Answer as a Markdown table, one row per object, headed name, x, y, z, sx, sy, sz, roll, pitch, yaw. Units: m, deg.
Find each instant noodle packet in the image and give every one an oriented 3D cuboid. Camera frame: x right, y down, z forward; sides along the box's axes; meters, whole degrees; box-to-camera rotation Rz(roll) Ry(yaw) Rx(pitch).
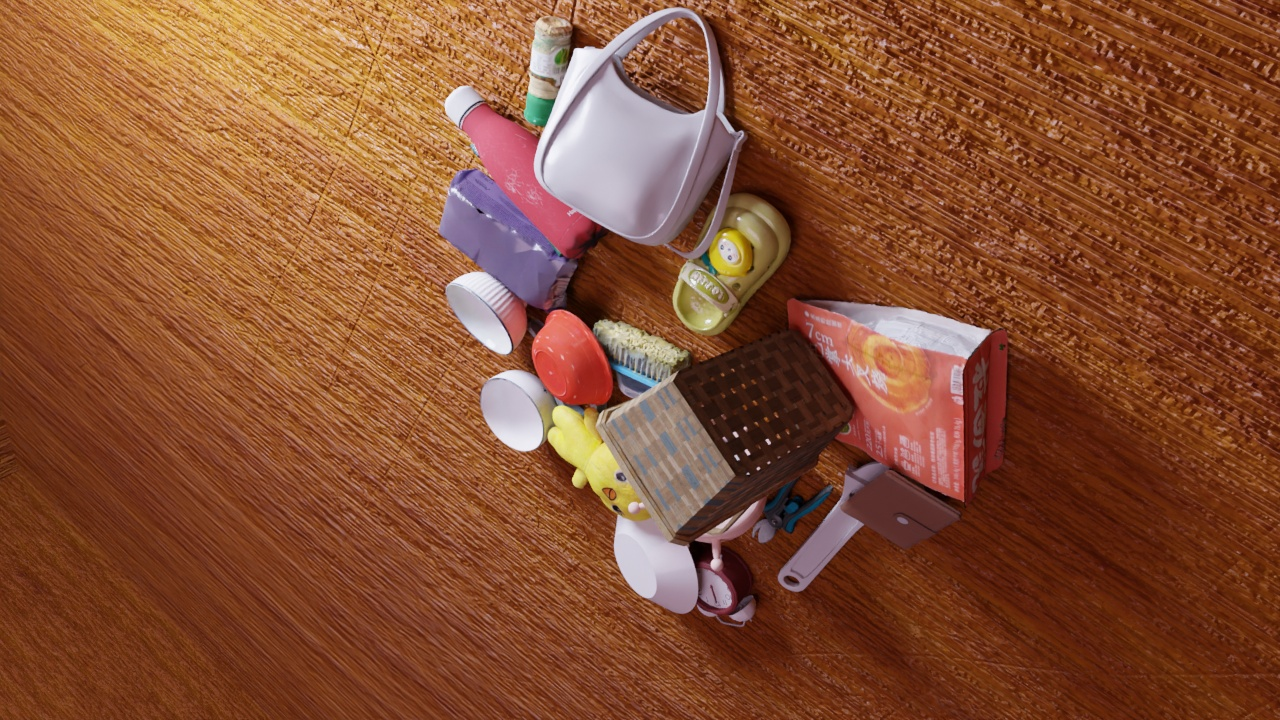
| name | x | y | z | sx | sy | sz | roll | pitch | yaw |
| --- | --- | --- | --- | --- | --- | --- | --- | --- | --- |
| instant noodle packet | 0.240 | 0.031 | 0.917 | 0.221 | 0.083 | 0.164 | 17 | 131 | 41 |

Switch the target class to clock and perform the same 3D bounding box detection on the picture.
| name | x | y | z | sx | sy | sz | roll | pitch | yaw |
| --- | --- | --- | --- | --- | --- | --- | --- | --- | --- |
| clock | 0.104 | 0.297 | 1.205 | 0.087 | 0.044 | 0.124 | -3 | 113 | 40 |
| clock | 0.084 | 0.143 | 1.069 | 0.131 | 0.160 | 0.086 | 31 | 177 | 20 |

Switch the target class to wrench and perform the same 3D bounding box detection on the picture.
| name | x | y | z | sx | sy | sz | roll | pitch | yaw |
| --- | --- | --- | --- | --- | --- | --- | --- | --- | --- |
| wrench | 0.234 | 0.201 | 1.055 | 0.087 | 0.018 | 0.274 | 30 | 135 | 7 |

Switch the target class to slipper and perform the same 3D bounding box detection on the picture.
| name | x | y | z | sx | sy | sz | roll | pitch | yaw |
| --- | --- | --- | --- | --- | --- | --- | --- | --- | --- |
| slipper | 0.078 | -0.091 | 0.959 | 0.091 | 0.081 | 0.191 | 44 | 138 | 12 |

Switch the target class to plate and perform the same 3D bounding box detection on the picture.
| name | x | y | z | sx | sy | sz | roll | pitch | yaw |
| --- | --- | --- | --- | --- | --- | --- | --- | --- | --- |
| plate | 0.007 | 0.268 | 1.232 | 0.174 | 0.036 | 0.174 | 35 | 136 | 42 |

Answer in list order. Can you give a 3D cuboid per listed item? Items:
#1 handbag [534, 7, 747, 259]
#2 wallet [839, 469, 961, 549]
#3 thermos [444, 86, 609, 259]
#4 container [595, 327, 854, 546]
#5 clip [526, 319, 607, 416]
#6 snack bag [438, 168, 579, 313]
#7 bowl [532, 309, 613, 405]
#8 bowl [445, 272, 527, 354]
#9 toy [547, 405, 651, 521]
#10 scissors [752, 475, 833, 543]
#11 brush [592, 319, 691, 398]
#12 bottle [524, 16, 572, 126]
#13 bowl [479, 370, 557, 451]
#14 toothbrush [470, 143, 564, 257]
| name | x | y | z | sx | sy | sz | roll | pitch | yaw |
| --- | --- | --- | --- | --- | --- | --- | --- | --- | --- |
| handbag | 0.016 | -0.235 | 0.919 | 0.216 | 0.095 | 0.223 | 32 | 112 | 8 |
| wallet | 0.267 | 0.157 | 0.953 | 0.087 | 0.013 | 0.121 | 32 | 152 | 4 |
| thermos | -0.134 | -0.222 | 1.051 | 0.240 | 0.073 | 0.073 | 47 | 135 | 6 |
| container | 0.076 | 0.084 | 0.934 | 0.157 | 0.249 | 0.187 | 57 | 134 | 13 |
| clip | -0.079 | 0.014 | 1.188 | 0.107 | 0.027 | 0.163 | -11 | 109 | 41 |
| snack bag | -0.164 | -0.144 | 1.134 | 0.205 | 0.058 | 0.097 | 38 | 133 | 14 |
| bowl | -0.092 | 0.006 | 1.117 | 0.130 | 0.045 | 0.131 | 37 | 143 | 34 |
| bowl | -0.188 | -0.071 | 1.185 | 0.118 | 0.062 | 0.118 | 35 | 154 | 20 |
| toy | -0.033 | 0.130 | 1.169 | 0.208 | 0.092 | 0.134 | 26 | 135 | 15 |
| scissors | 0.178 | 0.175 | 1.087 | 0.150 | 0.019 | 0.131 | 2 | 116 | 37 |
| brush | -0.007 | 0.006 | 1.103 | 0.136 | 0.055 | 0.075 | 25 | 125 | 26 |
| bottle | -0.099 | -0.311 | 0.989 | 0.043 | 0.043 | 0.111 | 30 | 130 | 21 |
| bowl | -0.158 | 0.062 | 1.254 | 0.113 | 0.063 | 0.114 | 20 | 127 | 29 |
| toothbrush | -0.146 | -0.195 | 1.092 | 0.017 | 0.016 | 0.189 | -44 | 74 | 26 |
